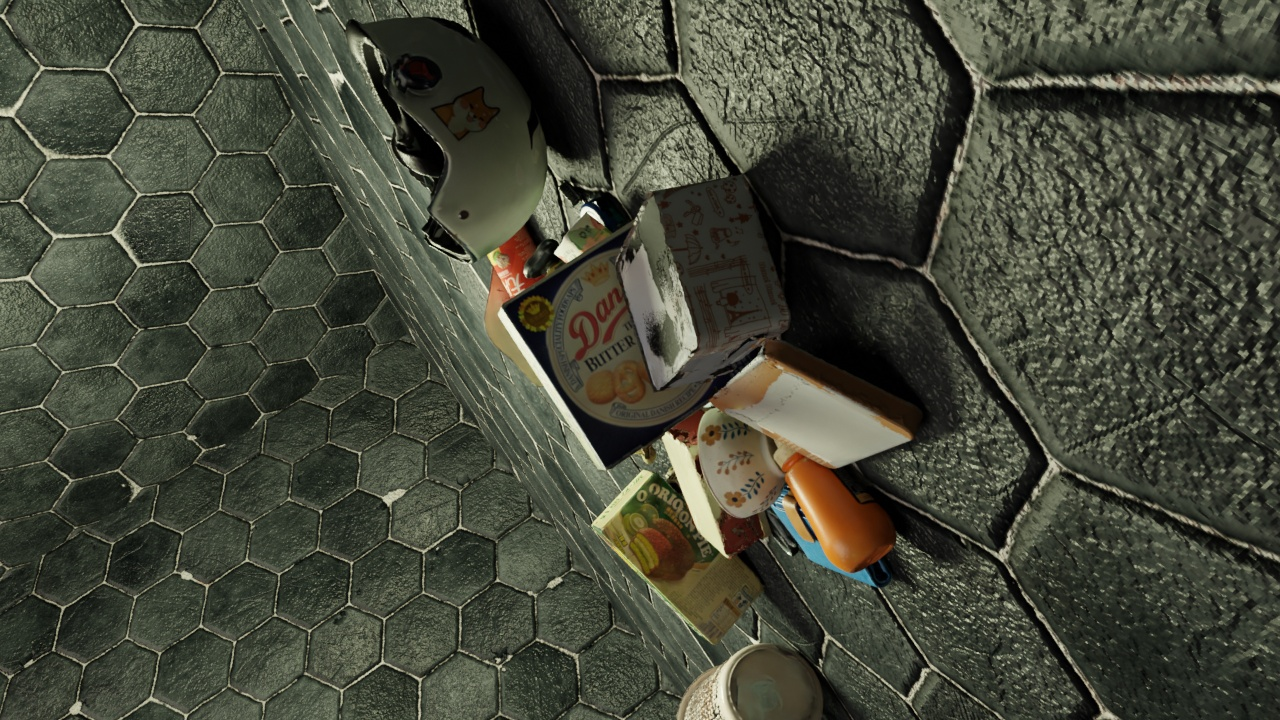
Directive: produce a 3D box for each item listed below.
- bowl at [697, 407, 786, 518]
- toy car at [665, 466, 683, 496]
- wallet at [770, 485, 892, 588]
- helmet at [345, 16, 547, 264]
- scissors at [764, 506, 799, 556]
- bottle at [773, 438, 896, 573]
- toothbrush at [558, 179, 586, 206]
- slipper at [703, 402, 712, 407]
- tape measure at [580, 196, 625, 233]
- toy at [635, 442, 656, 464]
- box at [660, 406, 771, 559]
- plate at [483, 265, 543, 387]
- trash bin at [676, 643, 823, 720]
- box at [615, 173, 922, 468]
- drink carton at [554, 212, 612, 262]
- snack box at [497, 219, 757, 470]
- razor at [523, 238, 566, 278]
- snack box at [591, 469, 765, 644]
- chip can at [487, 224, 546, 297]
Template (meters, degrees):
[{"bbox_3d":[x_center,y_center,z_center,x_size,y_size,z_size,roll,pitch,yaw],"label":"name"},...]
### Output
[{"bbox_3d":[0.111,0.093,0.904,0.062,0.113,0.113,-23,104,32],"label":"bowl"},{"bbox_3d":[0.058,0.171,1.296,0.042,0.035,0.090,58,166,-1],"label":"toy car"},{"bbox_3d":[0.186,0.175,0.931,0.106,0.040,0.133,55,164,-11],"label":"wallet"},{"bbox_3d":[-0.190,-0.248,0.984,0.274,0.156,0.230,67,166,0],"label":"helmet"},{"bbox_3d":[0.133,0.164,1.104,0.175,0.014,0.136,32,150,56],"label":"scissors"},{"bbox_3d":[0.167,0.118,0.837,0.149,0.066,0.067,56,166,27],"label":"bottle"},{"bbox_3d":[-0.032,-0.126,1.014,0.189,0.016,0.014,53,172,8],"label":"toothbrush"},{"bbox_3d":[-0.006,0.006,1.040,0.246,0.074,0.104,19,141,46],"label":"slipper"},{"bbox_3d":[-0.040,-0.147,0.976,0.054,0.025,0.058,53,154,13],"label":"tape measure"},{"bbox_3d":[-0.016,0.103,1.323,0.157,0.066,0.105,180,74,-77],"label":"toy"},{"bbox_3d":[0.081,0.145,1.069,0.091,0.079,0.168,31,146,59],"label":"box"},{"bbox_3d":[-0.171,-0.059,1.379,0.163,0.034,0.164,50,-149,-42],"label":"plate"},{"bbox_3d":[0.177,0.529,1.373,0.227,0.227,0.193,48,150,27],"label":"trash bin"},{"bbox_3d":[0.084,-0.011,0.742,0.273,0.126,0.179,50,163,4],"label":"box"},{"bbox_3d":[-0.025,-0.095,0.950,0.122,0.045,0.054,38,157,-4],"label":"drink carton"},{"bbox_3d":[-0.010,-0.020,0.856,0.182,0.177,0.046,57,169,-2],"label":"snack box"},{"bbox_3d":[-0.103,-0.072,1.172,0.062,0.067,0.167,97,156,-72],"label":"razor"},{"bbox_3d":[0.054,0.275,1.287,0.240,0.114,0.063,46,167,-11],"label":"snack box"},{"bbox_3d":[-0.172,-0.138,1.293,0.217,0.073,0.073,63,163,-21],"label":"chip can"}]
